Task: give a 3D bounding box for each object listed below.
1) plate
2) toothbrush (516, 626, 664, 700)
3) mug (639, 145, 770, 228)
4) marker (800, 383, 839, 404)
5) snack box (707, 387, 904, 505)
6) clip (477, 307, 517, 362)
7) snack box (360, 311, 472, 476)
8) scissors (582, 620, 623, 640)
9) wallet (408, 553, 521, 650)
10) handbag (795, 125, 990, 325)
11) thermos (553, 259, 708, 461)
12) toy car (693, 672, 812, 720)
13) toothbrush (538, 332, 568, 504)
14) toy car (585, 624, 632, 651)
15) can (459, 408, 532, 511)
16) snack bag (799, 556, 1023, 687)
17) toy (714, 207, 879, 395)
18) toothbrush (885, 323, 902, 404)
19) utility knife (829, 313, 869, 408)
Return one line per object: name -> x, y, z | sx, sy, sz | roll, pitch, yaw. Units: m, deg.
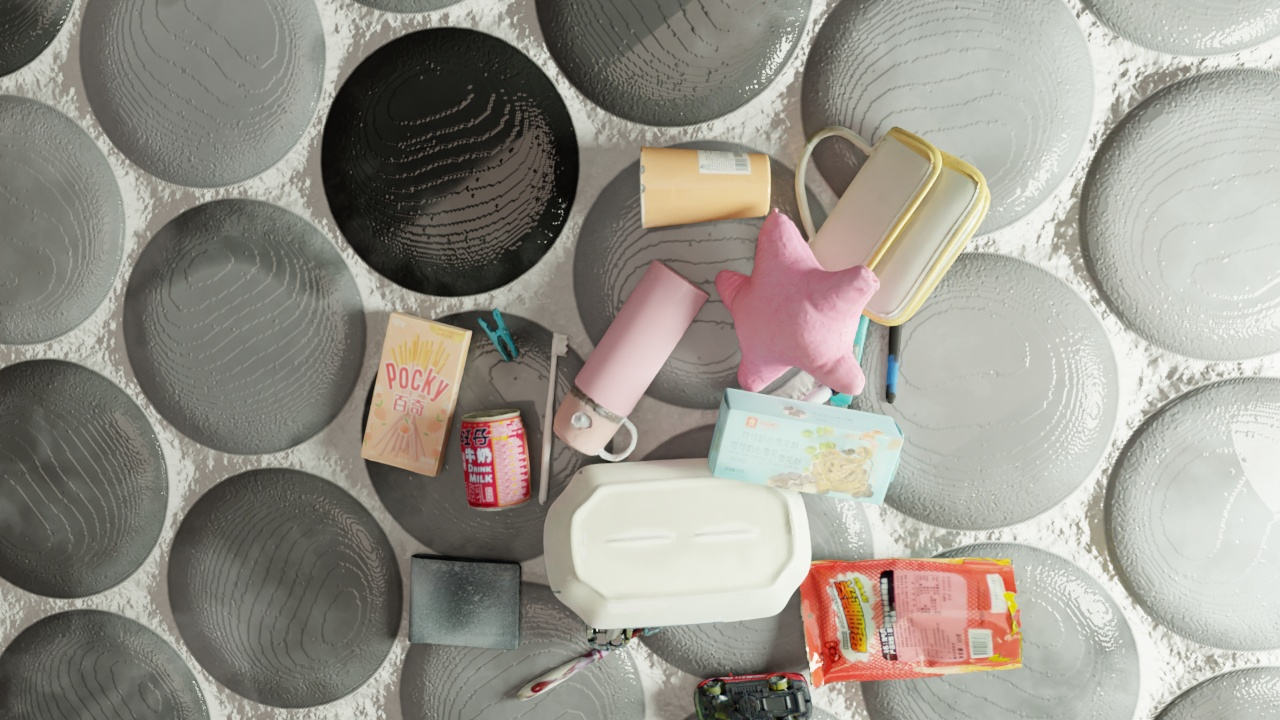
plate -> 0.040, 0.172, 0.886 | 0.265, 0.034, 0.162 | -1, 73, -8
toothbrush -> -0.051, 0.314, 0.964 | 0.188, 0.017, 0.016 | -30, 94, 7
mug -> 0.061, -0.168, 0.881 | 0.123, 0.078, 0.078 | -2, 95, 2
marker -> 0.162, 0.048, 0.907 | 0.131, 0.018, 0.022 | -41, 46, 15
snack box -> 0.157, 0.082, 0.882 | 0.175, 0.051, 0.074 | 10, 114, -4
clip -> -0.144, -0.025, 0.945 | 0.048, 0.014, 0.057 | -28, 93, 6
snack box -> -0.233, 0.035, 0.954 | 0.084, 0.026, 0.157 | 14, 97, 5
scissors -> 0.018, 0.210, 0.926 | 0.169, 0.019, 0.177 | 17, 79, -2
wallet -> -0.187, 0.257, 0.975 | 0.121, 0.019, 0.097 | 3, 98, 5
handbag -> 0.214, -0.139, 0.864 | 0.179, 0.063, 0.163 | 37, 102, 17
thermos -> -0.005, 0.005, 0.905 | 0.087, 0.067, 0.199 | 33, 97, 6
toy car -> 0.115, 0.346, 0.935 | 0.121, 0.045, 0.053 | -9, 92, 13
toothbrush -> -0.091, 0.061, 0.947 | 0.016, 0.016, 0.180 | 6, 95, 0
toy car -> -0.033, 0.245, 0.946 | 0.049, 0.031, 0.105 | 0, 85, -2
can -> -0.147, 0.099, 0.930 | 0.066, 0.066, 0.094 | -5, 95, 7
snack bag -> 0.263, 0.253, 0.904 | 0.208, 0.073, 0.128 | -7, 90, 12
toy -> 0.143, -0.054, 0.846 | 0.074, 0.195, 0.178 | -15, 97, -36
toothbrush -> 0.251, -0.050, 0.898 | 0.014, 0.016, 0.189 | 4, 97, 13
utility knife -> 0.207, 0.001, 0.908 | 0.029, 0.013, 0.209 | 11, 97, 7
